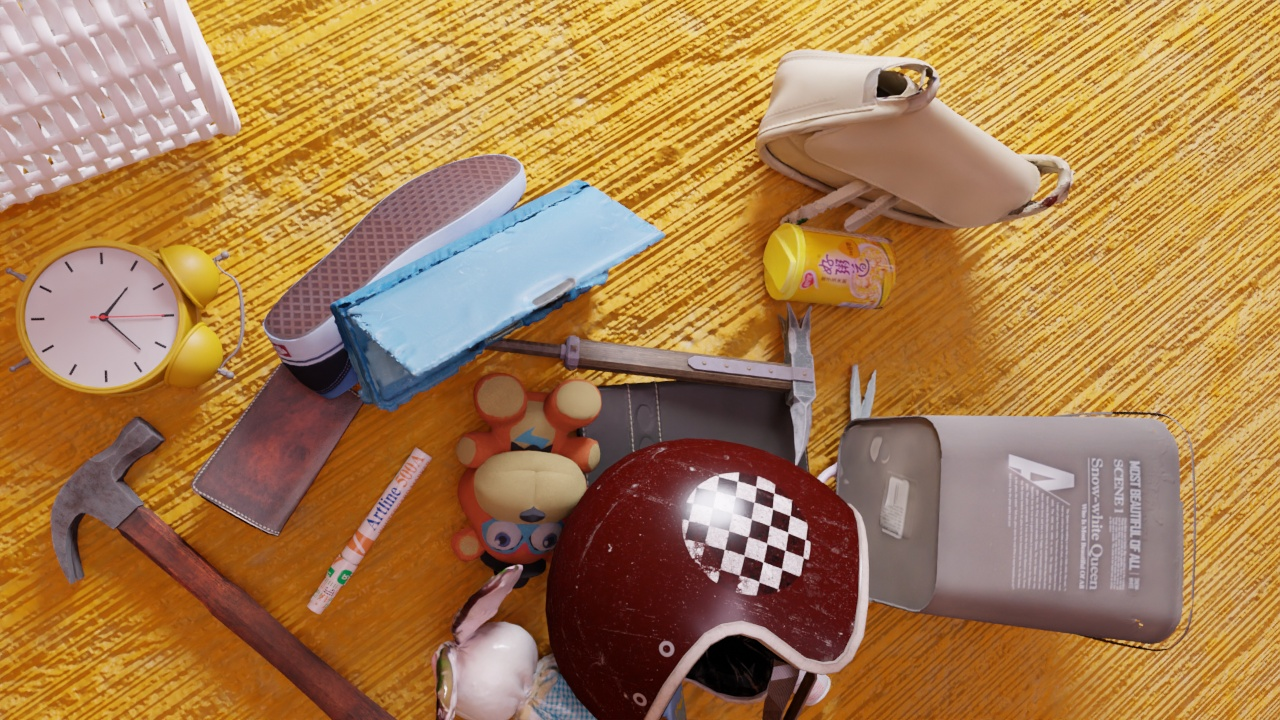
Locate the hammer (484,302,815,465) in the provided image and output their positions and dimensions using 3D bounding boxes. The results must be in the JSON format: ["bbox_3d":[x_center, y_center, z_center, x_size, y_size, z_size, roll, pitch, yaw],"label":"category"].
[{"bbox_3d":[-0.005,0.004,0.765,0.316,0.028,0.146,7,63,-11],"label":"hammer"}]

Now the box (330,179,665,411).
[{"bbox_3d":[-0.092,-0.042,0.672,0.230,0.110,0.094,-33,131,-32],"label":"box"}]

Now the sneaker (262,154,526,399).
[{"bbox_3d":[-0.178,-0.065,0.722,0.240,0.083,0.098,-47,145,-24],"label":"sneaker"}]

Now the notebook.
[{"bbox_3d":[0.049,0.097,0.796,0.209,0.029,0.169,-4,89,-15],"label":"notebook"}]

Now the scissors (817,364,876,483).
[{"bbox_3d":[0.184,0.084,0.830,0.108,0.016,0.179,2,87,-32],"label":"scissors"}]

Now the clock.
[{"bbox_3d":[-0.368,-0.031,0.665,0.152,0.052,0.113,-2,89,-13],"label":"clock"}]

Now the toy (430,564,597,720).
[{"bbox_3d":[-0.094,0.251,0.724,0.205,0.106,0.130,44,56,-35],"label":"toy"}]

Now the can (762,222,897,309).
[{"bbox_3d":[0.167,-0.082,0.812,0.105,0.068,0.067,5,87,-17],"label":"can"}]

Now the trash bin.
[{"bbox_3d":[0.299,0.131,0.773,0.220,0.198,0.197,7,83,-17],"label":"trash bin"}]

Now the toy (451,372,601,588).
[{"bbox_3d":[-0.090,0.093,0.721,0.112,0.096,0.176,3,115,-18],"label":"toy"}]

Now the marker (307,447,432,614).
[{"bbox_3d":[-0.213,0.133,0.722,0.017,0.017,0.145,36,79,-12],"label":"marker"}]

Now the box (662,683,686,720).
[{"bbox_3d":[0.033,0.372,0.763,0.063,0.069,0.210,-9,91,-24],"label":"box"}]

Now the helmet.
[{"bbox_3d":[0.056,0.182,0.669,0.253,0.234,0.233,18,63,-1],"label":"helmet"}]

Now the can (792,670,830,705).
[{"bbox_3d":[0.125,0.261,0.809,0.095,0.032,0.032,46,77,-10],"label":"can"}]

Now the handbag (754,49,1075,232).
[{"bbox_3d":[0.221,-0.163,0.781,0.228,0.184,0.132,18,86,-31],"label":"handbag"}]

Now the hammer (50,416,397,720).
[{"bbox_3d":[-0.302,0.186,0.684,0.300,0.028,0.111,45,78,-8],"label":"hammer"}]

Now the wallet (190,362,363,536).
[{"bbox_3d":[-0.270,0.062,0.690,0.072,0.019,0.122,34,65,-13],"label":"wallet"}]

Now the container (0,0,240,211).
[{"bbox_3d":[-0.390,-0.208,0.591,0.186,0.189,0.189,-24,95,-14],"label":"container"}]
